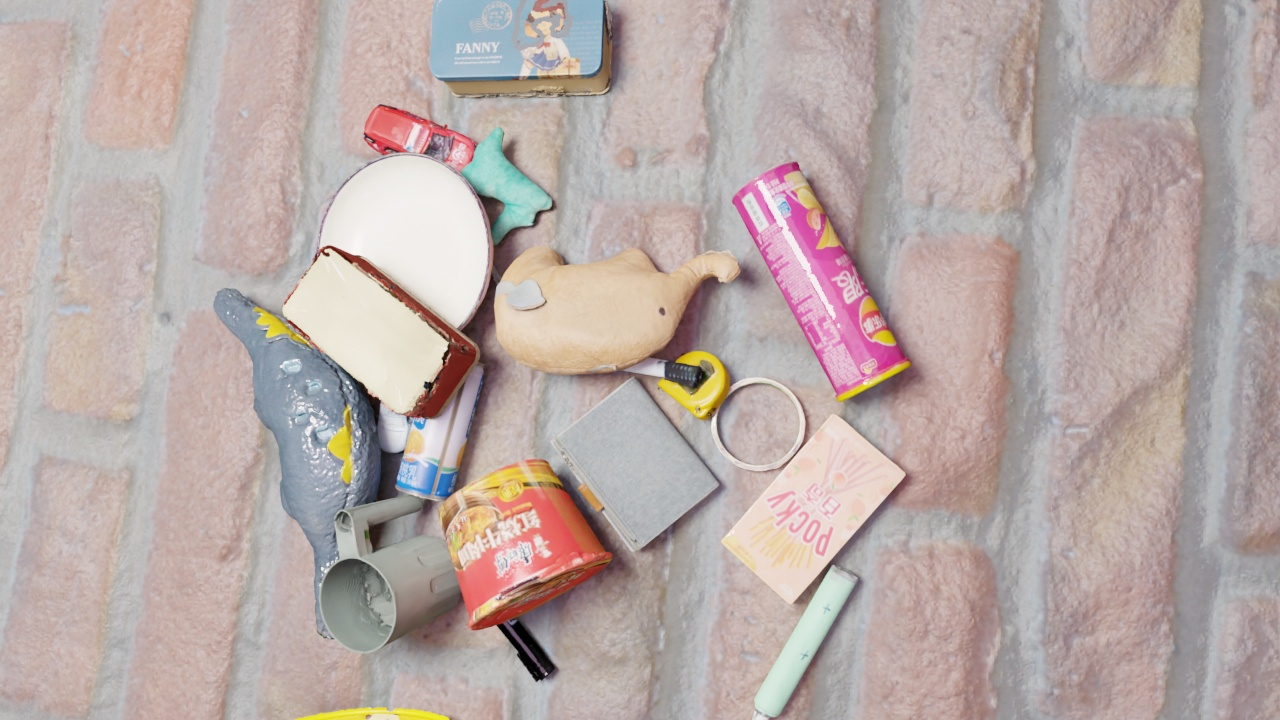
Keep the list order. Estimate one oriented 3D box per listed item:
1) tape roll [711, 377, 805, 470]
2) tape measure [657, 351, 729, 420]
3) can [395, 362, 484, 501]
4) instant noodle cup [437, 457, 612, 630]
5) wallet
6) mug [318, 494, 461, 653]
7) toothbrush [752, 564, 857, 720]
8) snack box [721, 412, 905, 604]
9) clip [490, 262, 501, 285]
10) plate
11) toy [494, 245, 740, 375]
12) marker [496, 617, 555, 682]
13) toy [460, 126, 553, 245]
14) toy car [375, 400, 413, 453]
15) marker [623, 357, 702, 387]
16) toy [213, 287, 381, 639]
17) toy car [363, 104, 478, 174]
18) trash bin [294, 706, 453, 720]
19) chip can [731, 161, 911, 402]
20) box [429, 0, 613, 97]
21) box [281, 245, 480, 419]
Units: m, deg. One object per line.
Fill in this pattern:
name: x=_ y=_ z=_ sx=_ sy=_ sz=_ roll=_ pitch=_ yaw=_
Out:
tape roll: x=0.108 y=0.059 z=0.846 sx=0.086 sy=0.014 sz=0.085 roll=-1 pitch=85 yaw=8
tape measure: x=0.052 y=0.020 z=0.843 sx=0.060 sy=0.029 sz=0.057 roll=39 pitch=90 yaw=27
can: x=-0.188 y=0.061 z=0.867 sx=0.053 sy=0.053 sz=0.134 roll=14 pitch=87 yaw=9
instant noodle cup: x=-0.109 y=0.159 z=0.815 sx=0.138 sy=0.138 sz=0.108 roll=-30 pitch=73 yaw=4
wallet: x=-0.007 y=0.097 z=0.849 sx=0.106 sy=0.037 sz=0.129 roll=-37 pitch=82 yaw=-8
mug: x=-0.223 y=0.186 z=0.825 sx=0.084 sy=0.103 sz=0.124 roll=-9 pitch=88 yaw=25
toothbrush: x=0.128 y=0.283 z=0.817 sx=0.027 sy=0.026 sz=0.224 roll=30 pitch=90 yaw=-13
snack box: x=0.155 y=0.133 z=0.827 sx=0.084 sy=0.026 sz=0.157 roll=41 pitch=91 yaw=9
clip: x=-0.151 y=-0.093 z=0.891 sx=0.029 sy=0.024 sz=0.057 roll=-18 pitch=87 yaw=10
plate: x=-0.221 y=-0.100 z=0.881 sx=0.193 sy=0.039 sz=0.192 roll=0 pitch=91 yaw=20
toy: x=-0.022 y=-0.049 z=0.834 sx=0.226 sy=0.082 sz=0.143 roll=-1 pitch=63 yaw=8
marker: x=-0.129 y=0.243 z=0.861 sx=0.022 sy=0.020 sz=0.132 roll=-42 pitch=82 yaw=13
toy: x=-0.131 y=-0.162 z=0.884 sx=0.092 sy=0.030 sz=0.096 roll=36 pitch=88 yaw=-8
toy car: x=-0.233 y=0.045 z=0.886 sx=0.043 sy=0.034 sz=0.090 roll=11 pitch=88 yaw=6
marker: x=-0.005 y=0.005 z=0.846 sx=0.131 sy=0.018 sz=0.022 roll=9 pitch=85 yaw=27
toy: x=-0.308 y=0.078 z=0.860 sx=0.138 sy=0.091 sz=0.356 roll=-23 pitch=81 yaw=25
toy car: x=-0.216 y=-0.212 z=0.901 sx=0.120 sy=0.045 sz=0.053 roll=23 pitch=90 yaw=7
trash bin: x=-0.249 y=0.457 z=0.766 sx=0.230 sy=0.229 sz=0.255 roll=-1 pitch=91 yaw=8
chip can: x=0.160 y=-0.071 z=0.822 sx=0.071 sy=0.071 sz=0.210 roll=-27 pitch=81 yaw=5
box: x=-0.119 y=-0.305 z=0.888 sx=0.184 sy=0.059 sz=0.089 roll=-1 pitch=84 yaw=6
box: x=-0.238 y=-0.024 z=0.821 sx=0.168 sy=0.076 sz=0.091 roll=37 pitch=94 yaw=16
